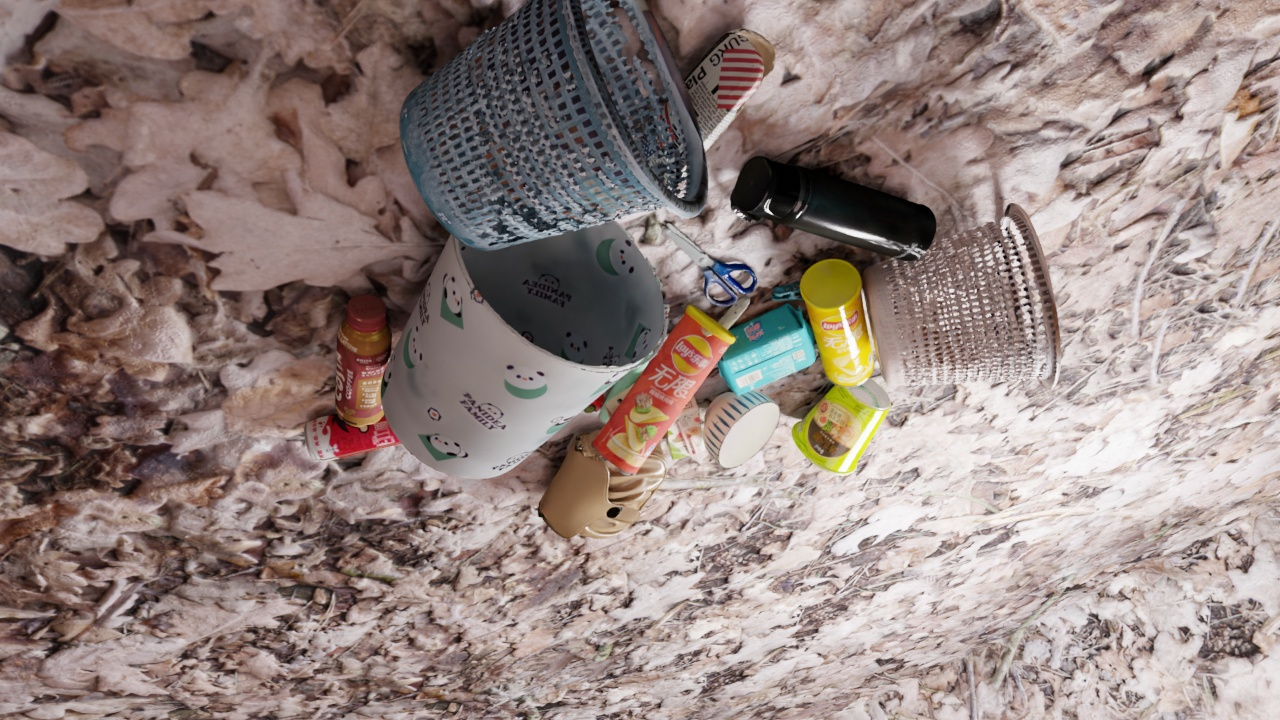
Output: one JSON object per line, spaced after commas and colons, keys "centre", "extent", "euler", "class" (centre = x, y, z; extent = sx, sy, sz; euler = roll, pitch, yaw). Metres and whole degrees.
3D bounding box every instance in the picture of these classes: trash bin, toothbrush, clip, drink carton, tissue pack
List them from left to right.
{"centre": [-0.135, -0.016, 0.937], "extent": [0.229, 0.229, 0.253], "euler": [11, 139, -33], "class": "trash bin"}
{"centre": [-0.078, -0.193, 0.756], "extent": [0.195, 0.226, 0.226], "euler": [-19, 145, 23], "class": "trash bin"}
{"centre": [-0.007, 0.007, 1.169], "extent": [0.027, 0.026, 0.225], "euler": [9, 136, -20], "class": "toothbrush"}
{"centre": [0.058, 0.092, 1.289], "extent": [0.053, 0.045, 0.123], "euler": [-18, 144, -2], "class": "drink carton"}
{"centre": [0.077, -0.009, 1.164], "extent": [0.188, 0.016, 0.017], "euler": [-49, 159, 16], "class": "toothbrush"}
{"centre": [0.162, -0.015, 1.192], "extent": [0.133, 0.050, 0.093], "euler": [-23, 142, 6], "class": "tissue pack"}
{"centre": [0.190, -0.086, 1.145], "extent": [0.056, 0.014, 0.039], "euler": [-9, 142, -14], "class": "clip"}
{"centre": [0.379, -0.059, 1.115], "extent": [0.192, 0.227, 0.227], "euler": [-12, 145, 13], "class": "trash bin"}

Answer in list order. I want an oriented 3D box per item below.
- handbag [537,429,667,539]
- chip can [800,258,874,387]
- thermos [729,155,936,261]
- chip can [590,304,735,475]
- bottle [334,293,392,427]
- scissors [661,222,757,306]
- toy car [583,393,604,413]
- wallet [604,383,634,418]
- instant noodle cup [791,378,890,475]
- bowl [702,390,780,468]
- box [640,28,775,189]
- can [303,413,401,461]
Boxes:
{"centre": [-0.052, 0.182, 1.313], "extent": [0.147, 0.099, 0.205], "euler": [8, 133, -26], "class": "handbag"}
{"centre": [0.254, -0.042, 1.168], "extent": [0.072, 0.072, 0.213], "euler": [-22, 147, 6], "class": "chip can"}
{"centre": [0.211, -0.164, 1.020], "extent": [0.242, 0.068, 0.090], "euler": [10, 161, -30], "class": "thermos"}
{"centre": [0.027, 0.038, 1.128], "extent": [0.073, 0.073, 0.217], "euler": [24, 105, -42], "class": "chip can"}
{"centre": [-0.306, 0.000, 1.011], "extent": [0.057, 0.057, 0.175], "euler": [-2, 140, -21], "class": "bottle"}
{"centre": [0.085, -0.119, 1.061], "extent": [0.108, 0.012, 0.175], "euler": [-17, 142, 2], "class": "scissors"}
{"centre": [-0.092, 0.034, 1.149], "extent": [0.106, 0.049, 0.031], "euler": [15, 131, -36], "class": "toy car"}
{"centre": [0.008, 0.046, 1.201], "extent": [0.115, 0.024, 0.087], "euler": [-36, 151, -12], "class": "wallet"}
{"centre": [0.299, 0.086, 1.342], "extent": [0.111, 0.111, 0.124], "euler": [7, 128, -30], "class": "instant noodle cup"}
{"centre": [0.131, 0.086, 1.282], "extent": [0.116, 0.066, 0.117], "euler": [-29, 142, -26], "class": "bowl"}
{"centre": [0.060, -0.226, 0.851], "extent": [0.076, 0.087, 0.163], "euler": [27, 129, -25], "class": "box"}
{"centre": [-0.333, 0.084, 1.109], "extent": [0.132, 0.053, 0.053], "euler": [-13, 143, -7], "class": "can"}
